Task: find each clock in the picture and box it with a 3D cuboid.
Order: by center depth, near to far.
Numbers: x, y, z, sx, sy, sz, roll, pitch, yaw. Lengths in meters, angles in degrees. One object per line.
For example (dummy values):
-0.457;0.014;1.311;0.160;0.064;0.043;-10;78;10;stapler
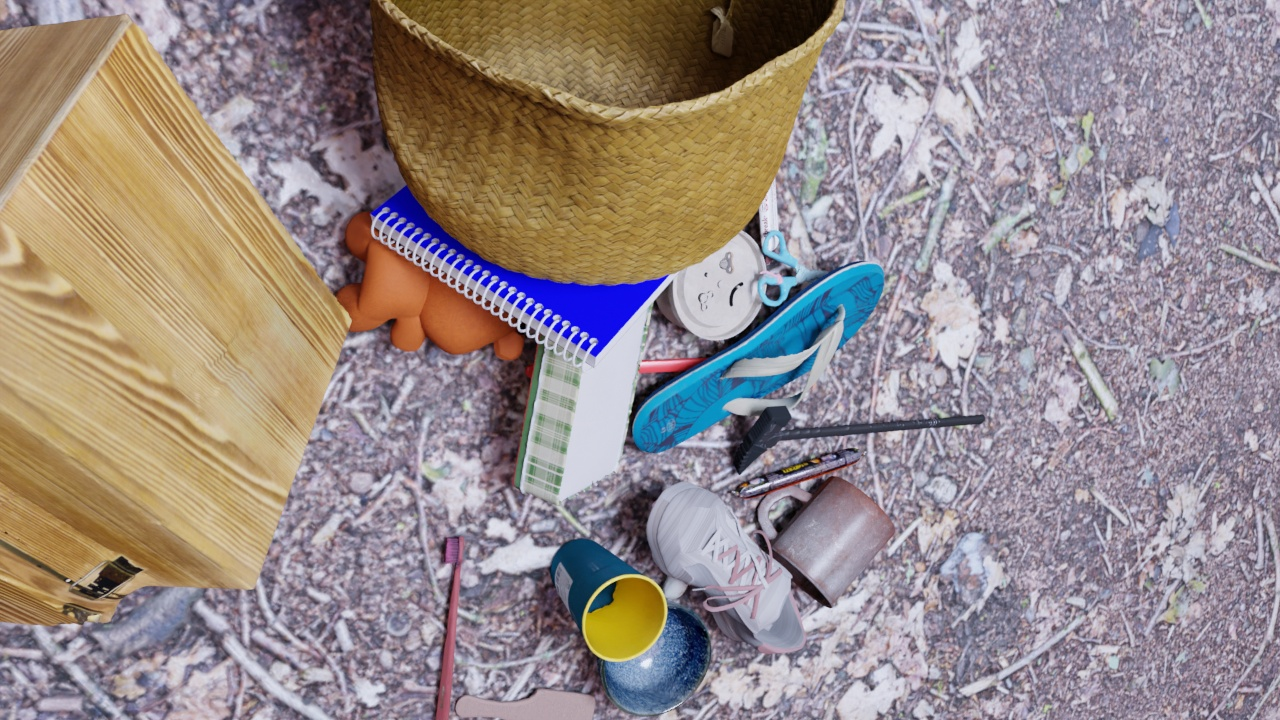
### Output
0.044;-0.084;0.845;0.156;0.061;0.103;29;85;-32;clock

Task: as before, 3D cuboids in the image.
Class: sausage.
0.165;0.116;0.945;0.155;0.020;0.020;-16;106;-12;sausage

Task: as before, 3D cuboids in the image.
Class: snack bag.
0.118;-0.172;0.869;0.013;0.056;0.158;-1;104;19;snack bag

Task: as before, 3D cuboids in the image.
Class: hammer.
0.245;0.076;0.971;0.324;0.015;0.095;-2;140;-29;hammer

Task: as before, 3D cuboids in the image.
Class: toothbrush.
-0.177;0.251;0.836;0.016;0.016;0.190;4;98;-19;toothbrush
-0.005;0.005;0.867;0.212;0.018;0.012;-2;100;-19;toothbrush

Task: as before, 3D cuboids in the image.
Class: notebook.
-0.076;-0.101;0.711;0.209;0.022;0.171;32;58;13;notebook

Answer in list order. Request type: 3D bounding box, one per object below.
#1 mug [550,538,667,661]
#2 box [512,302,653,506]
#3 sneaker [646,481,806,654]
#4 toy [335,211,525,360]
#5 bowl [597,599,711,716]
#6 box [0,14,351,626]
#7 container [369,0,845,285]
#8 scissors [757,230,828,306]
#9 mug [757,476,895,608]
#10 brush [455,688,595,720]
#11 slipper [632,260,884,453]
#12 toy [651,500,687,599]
-0.037;0.209;0.829;0.078;0.121;0.078;-5;101;-23;mug
-0.046;0.014;0.786;0.117;0.051;0.206;-24;130;-60;box
0.095;0.203;0.867;0.099;0.090;0.236;-56;130;-24;sneaker
-0.157;-0.057;0.745;0.176;0.096;0.112;13;94;-2;toy
0.006;0.280;0.895;0.114;0.061;0.114;-4;101;-21;bowl
-0.420;0.009;0.562;0.337;0.285;0.279;-2;144;11;box
-0.029;-0.205;0.659;0.306;0.306;0.197;-18;149;-19;container
0.150;-0.093;0.888;0.141;0.015;0.076;-11;100;-55;scissors
0.183;0.174;0.945;0.123;0.096;0.110;44;74;7;mug
-0.112;0.336;0.882;0.135;0.015;0.050;14;93;-19;brush
0.126;0.011;0.874;0.294;0.060;0.118;-31;147;-12;slipper
0.042;0.180;0.902;0.079;0.038;0.123;-35;120;-22;toy
